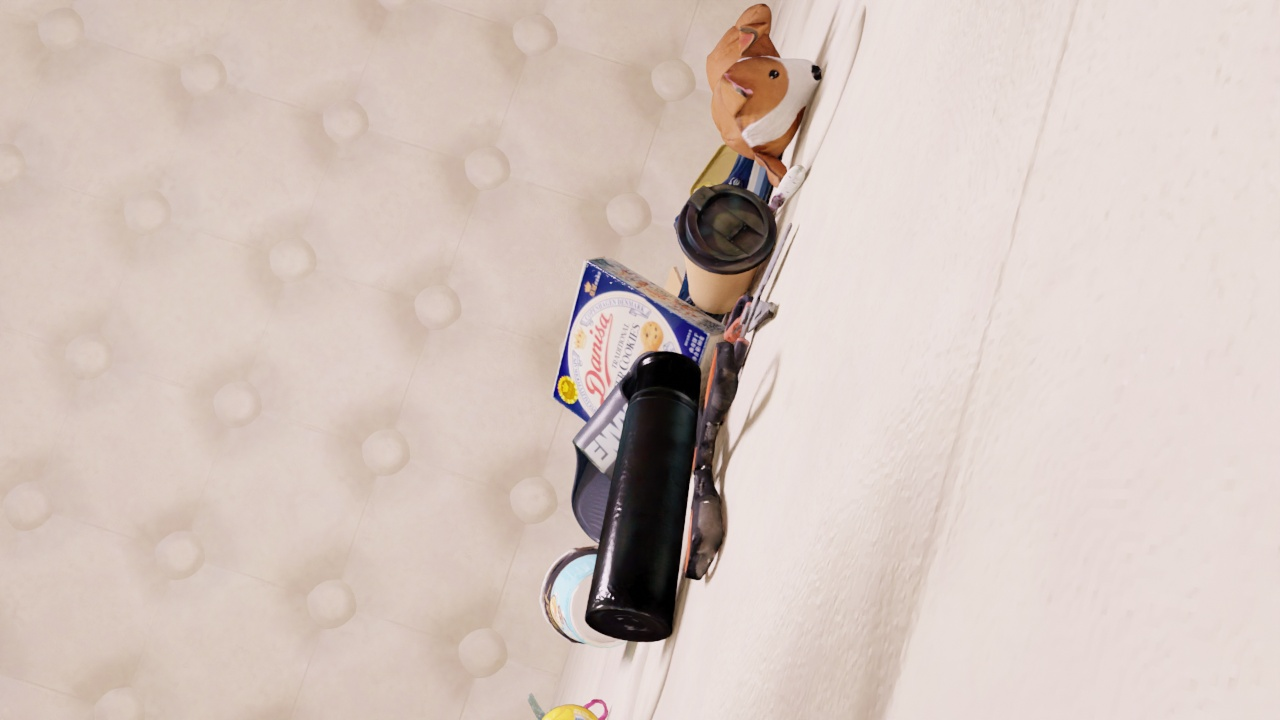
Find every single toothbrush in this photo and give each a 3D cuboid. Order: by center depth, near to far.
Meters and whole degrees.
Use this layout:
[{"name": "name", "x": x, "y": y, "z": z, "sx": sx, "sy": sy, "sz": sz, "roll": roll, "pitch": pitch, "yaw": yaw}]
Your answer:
[{"name": "toothbrush", "x": 0.132, "y": -0.155, "z": 0.860, "sx": 0.017, "sy": 0.016, "sz": 0.187, "roll": -62, "pitch": -1, "yaw": -5}]

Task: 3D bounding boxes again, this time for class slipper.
[{"name": "slipper", "x": -0.022, "y": 0.111, "z": 0.957, "sx": 0.083, "sy": 0.110, "sz": 0.269, "roll": -24, "pitch": -30, "yaw": -45}, {"name": "slipper", "x": 0.090, "y": -0.161, "z": 1.070, "sx": 0.105, "sy": 0.095, "sz": 0.252, "roll": 135, "pitch": 157, "yaw": -82}]

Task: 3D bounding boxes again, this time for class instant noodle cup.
[{"name": "instant noodle cup", "x": -0.046, "y": 0.254, "z": 0.971, "sx": 0.120, "sy": 0.111, "sz": 0.111, "roll": 144, "pitch": 145, "yaw": -77}]

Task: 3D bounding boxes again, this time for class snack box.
[{"name": "snack box", "x": -0.006, "y": 0.006, "z": 1.000, "sx": 0.045, "sy": 0.182, "sz": 0.178, "roll": -18, "pitch": -48, "yaw": -48}]

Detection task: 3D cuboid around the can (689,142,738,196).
[{"name": "can", "x": 0.121, "y": -0.247, "z": 1.203, "sx": 0.102, "sy": 0.057, "sz": 0.083, "roll": -53, "pitch": -4, "yaw": 38}]

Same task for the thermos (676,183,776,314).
[{"name": "thermos", "x": 0.080, "y": -0.103, "z": 0.894, "sx": 0.143, "sy": 0.093, "sz": 0.093, "roll": 89, "pitch": -163, "yaw": -68}]

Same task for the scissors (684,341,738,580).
[{"name": "scissors", "x": 0.052, "y": 0.073, "z": 0.685, "sx": 0.220, "sy": 0.022, "sz": 0.233, "roll": -80, "pitch": -3, "yaw": -52}]

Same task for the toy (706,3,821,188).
[{"name": "toy", "x": 0.128, "y": -0.277, "z": 0.947, "sx": 0.131, "sy": 0.140, "sz": 0.199, "roll": -22, "pitch": 32, "yaw": 29}]

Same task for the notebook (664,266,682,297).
[{"name": "notebook", "x": 0.045, "y": -0.008, "z": 1.268, "sx": 0.208, "sy": 0.008, "sz": 0.147, "roll": 109, "pitch": 148, "yaw": -52}]

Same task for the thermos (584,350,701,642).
[{"name": "thermos", "x": 0.016, "y": 0.111, "z": 0.769, "sx": 0.090, "sy": 0.069, "sz": 0.241, "roll": 47, "pitch": -138, "yaw": -38}]

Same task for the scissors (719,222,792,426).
[{"name": "scissors", "x": 0.093, "y": -0.030, "z": 0.804, "sx": 0.188, "sy": 0.015, "sz": 0.224, "roll": -73, "pitch": 2, "yaw": -60}]

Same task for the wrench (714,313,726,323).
[{"name": "wrench", "x": 0.084, "y": -0.023, "z": 1.236, "sx": 0.274, "sy": 0.016, "sz": 0.056, "roll": 111, "pitch": 178, "yaw": -63}]

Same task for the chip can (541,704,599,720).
[{"name": "chip can", "x": -0.067, "y": 0.370, "z": 0.803, "sx": 0.213, "sy": 0.072, "sz": 0.072, "roll": 102, "pitch": -174, "yaw": -87}]

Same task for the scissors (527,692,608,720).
[{"name": "scissors", "x": -0.080, "y": 0.386, "z": 0.934, "sx": 0.134, "sy": 0.133, "sz": 0.017, "roll": -35, "pitch": 20, "yaw": -34}]
